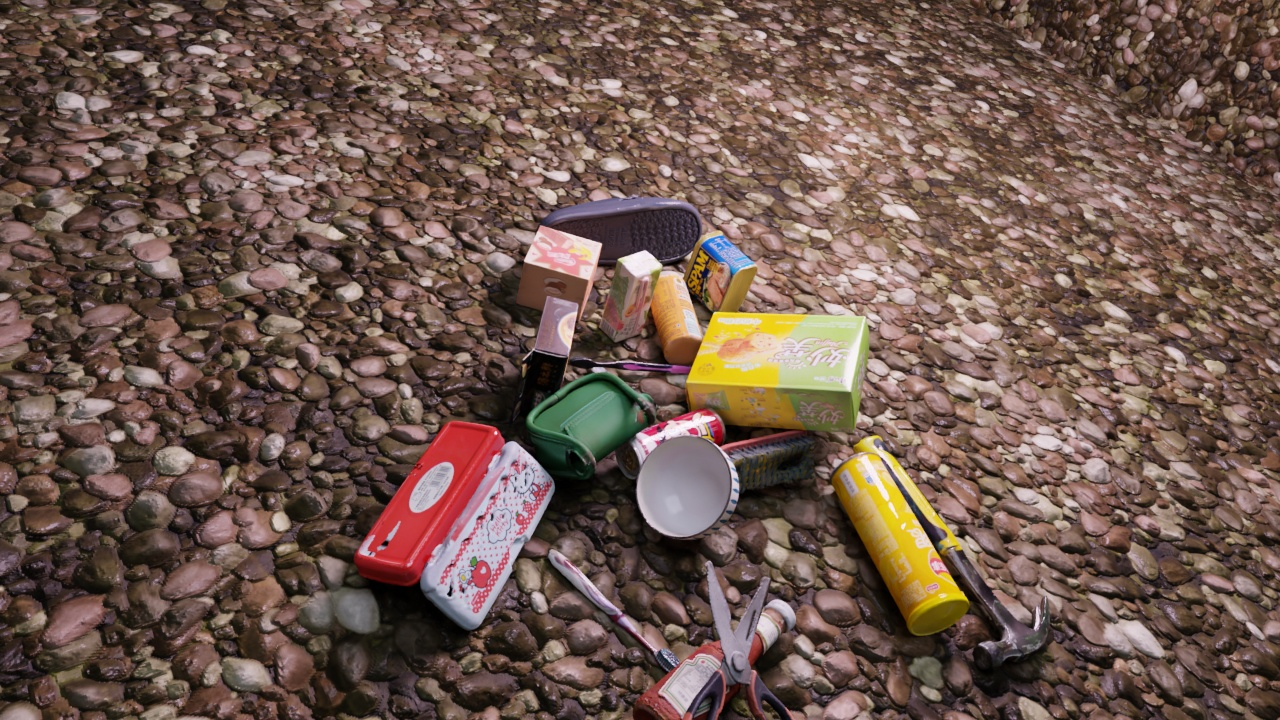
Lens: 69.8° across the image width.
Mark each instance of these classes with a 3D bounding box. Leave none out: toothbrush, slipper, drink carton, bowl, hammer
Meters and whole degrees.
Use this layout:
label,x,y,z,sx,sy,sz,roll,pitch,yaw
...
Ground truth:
label,x,y,z,sx,sy,sz,roll,pitch,yaw
toothbrush,-0.007,0.007,1.213,0.189,0.014,0.018,4,16,-27
slipper,-0.035,-0.207,1.386,0.267,0.111,0.083,-6,43,-20
drink carton,-0.013,-0.085,1.243,0.053,0.123,0.045,-21,55,-37
bowl,0.060,0.147,1.037,0.116,0.116,0.066,48,8,30
hammer,0.366,0.216,1.110,0.126,0.032,0.323,-8,46,-26
toothbrush,-0.028,0.255,0.940,0.187,0.017,0.016,39,45,22

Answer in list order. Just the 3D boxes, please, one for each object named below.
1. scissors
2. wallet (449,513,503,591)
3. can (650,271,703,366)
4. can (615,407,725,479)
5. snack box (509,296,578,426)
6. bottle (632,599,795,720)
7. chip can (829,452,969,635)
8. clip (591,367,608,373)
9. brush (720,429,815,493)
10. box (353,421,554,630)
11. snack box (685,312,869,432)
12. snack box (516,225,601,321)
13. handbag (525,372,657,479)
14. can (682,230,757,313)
label,x,y,z,sx,sy,sz,roll,pitch,yaw
scissors,0.086,0.301,0.850,0.188,0.015,0.225,-20,83,-39
wallet,-0.207,0.180,0.963,0.101,0.020,0.115,22,44,5
can,0.048,-0.060,1.286,0.058,0.058,0.145,3,43,-16
can,0.037,0.100,1.108,0.132,0.053,0.053,-17,51,-34
snack box,-0.116,0.004,1.115,0.053,0.113,0.125,12,42,-6
bottle,0.079,0.300,0.896,0.205,0.060,0.060,-27,57,-39
chip can,0.294,0.208,1.063,0.072,0.072,0.213,-2,44,-21
clip,-0.044,0.025,1.190,0.026,0.043,0.058,-17,44,-30
brush,0.139,0.123,1.118,0.145,0.063,0.069,-8,16,-25
box,-0.181,0.158,0.936,0.154,0.074,0.200,27,48,2
snack box,0.178,0.010,1.177,0.210,0.070,0.157,2,39,20
snack box,-0.113,-0.122,1.285,0.093,0.077,0.094,16,41,-1
handbag,-0.056,0.074,1.050,0.131,0.068,0.120,-36,28,-32
can,0.116,-0.124,1.348,0.057,0.102,0.083,-22,55,-37
